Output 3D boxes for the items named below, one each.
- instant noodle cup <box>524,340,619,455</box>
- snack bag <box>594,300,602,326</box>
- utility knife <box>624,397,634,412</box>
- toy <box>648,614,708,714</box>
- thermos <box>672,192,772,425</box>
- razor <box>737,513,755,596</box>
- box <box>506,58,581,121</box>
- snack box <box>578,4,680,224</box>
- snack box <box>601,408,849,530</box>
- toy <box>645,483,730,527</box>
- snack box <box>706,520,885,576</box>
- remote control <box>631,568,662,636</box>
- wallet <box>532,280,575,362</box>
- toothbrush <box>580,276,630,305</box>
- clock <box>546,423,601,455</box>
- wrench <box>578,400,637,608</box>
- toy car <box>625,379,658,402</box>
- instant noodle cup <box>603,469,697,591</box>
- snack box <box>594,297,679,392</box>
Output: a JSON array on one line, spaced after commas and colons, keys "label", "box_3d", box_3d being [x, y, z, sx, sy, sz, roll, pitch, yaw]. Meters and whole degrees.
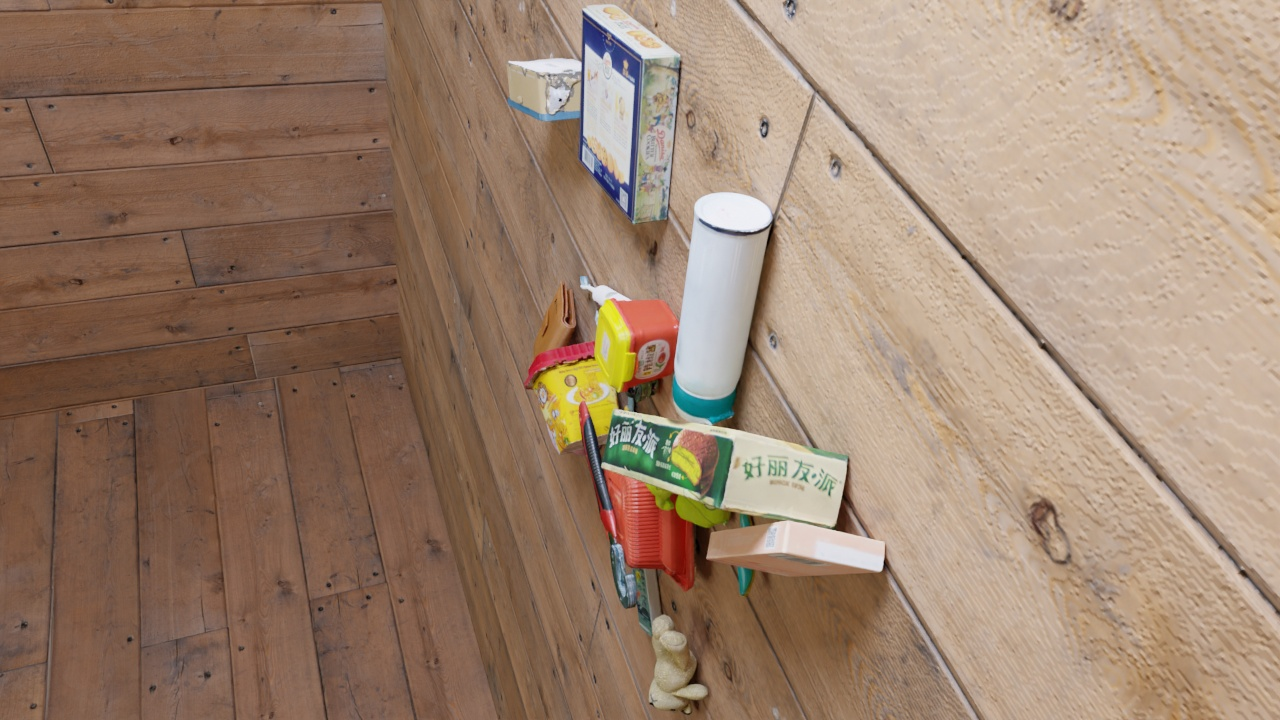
[{"label": "instant noodle cup", "box_3d": [-0.082, 0.051, 1.215, 0.116, 0.116, 0.123, 133, 123, -65]}, {"label": "snack bag", "box_3d": [-0.039, -0.033, 1.149, 0.104, 0.026, 0.048, 76, 175, -60]}, {"label": "utility knife", "box_3d": [-0.015, 0.102, 1.198, 0.033, 0.015, 0.217, -141, 46, -58]}, {"label": "toy", "box_3d": [0.037, 0.371, 1.113, 0.105, 0.066, 0.157, 36, 143, 39]}, {"label": "thermos", "box_3d": [0.067, -0.039, 0.839, 0.073, 0.073, 0.225, -121, 29, -45]}, {"label": "razor", "box_3d": [0.097, 0.165, 0.905, 0.043, 0.028, 0.132, -23, 72, 56]}, {"label": "box", "box_3d": [-0.111, -0.342, 1.149, 0.184, 0.089, 0.060, -135, 39, -61]}, {"label": "snack box", "box_3d": [-0.018, -0.267, 0.993, 0.178, 0.045, 0.183, -124, 31, -48]}, {"label": "snack box", "box_3d": [0.063, 0.091, 0.806, 0.240, 0.114, 0.063, 2, 79, 66]}, {"label": "toy", "box_3d": [0.053, 0.140, 0.968, 0.100, 0.031, 0.097, 45, 131, 11]}, {"label": "snack box", "box_3d": [0.122, 0.157, 0.754, 0.157, 0.084, 0.026, 144, 139, -68]}, {"label": "remote control", "box_3d": [0.006, 0.299, 1.228, 0.056, 0.019, 0.135, -171, 72, -69]}, {"label": "wallet", "box_3d": [-0.130, -0.038, 1.362, 0.107, 0.031, 0.132, -97, 29, -46]}, {"label": "toothbrush", "box_3d": [-0.040, -0.078, 1.168, 0.221, 0.026, 0.026, -144, 41, -63]}, {"label": "clock", "box_3d": [-0.096, 0.082, 1.345, 0.159, 0.059, 0.117, 165, 94, -69]}, {"label": "wrench", "box_3d": [-0.043, 0.164, 1.077, 0.056, 0.016, 0.273, 106, 154, -50]}, {"label": "toy car", "box_3d": [-0.007, 0.006, 1.102, 0.043, 0.036, 0.091, 104, 149, -50]}, {"label": "instant noodle cup", "box_3d": [0.006, 0.169, 1.085, 0.189, 0.079, 0.164, -151, 58, -71]}, {"label": "snack box", "box_3d": [-0.003, -0.022, 1.016, 0.082, 0.080, 0.091, -120, 28, -42]}]
